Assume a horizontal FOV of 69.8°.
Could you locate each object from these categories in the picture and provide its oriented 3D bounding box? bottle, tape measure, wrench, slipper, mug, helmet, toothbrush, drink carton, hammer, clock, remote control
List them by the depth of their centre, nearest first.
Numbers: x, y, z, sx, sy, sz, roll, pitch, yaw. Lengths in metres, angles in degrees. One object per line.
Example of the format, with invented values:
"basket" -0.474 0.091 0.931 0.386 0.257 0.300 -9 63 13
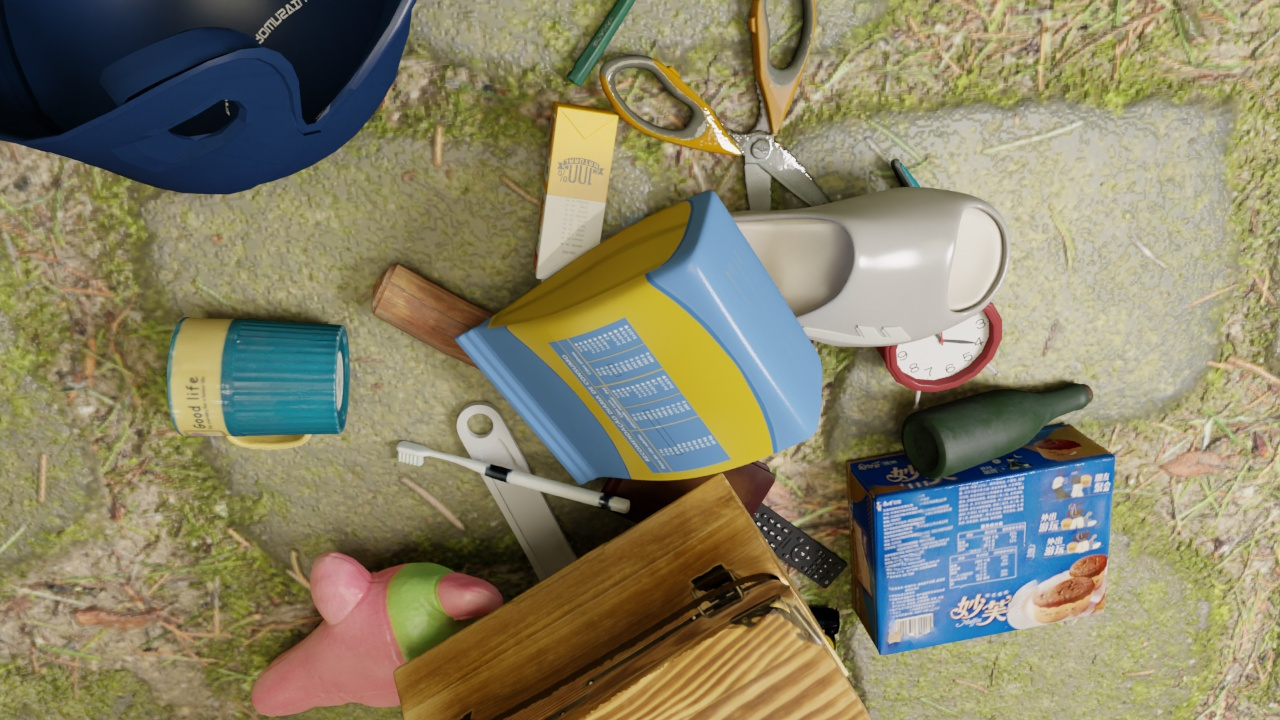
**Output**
"helmet" -0.222 -0.216 0.493 0.273 0.222 0.232 -38 86 15
"toothbrush" 0.004 -0.271 0.619 0.017 0.016 0.190 31 102 -20
"slipper" 0.121 -0.062 0.638 0.266 0.080 0.113 1 100 12
"drink carton" -0.048 -0.114 0.643 0.040 0.058 0.123 6 108 -11
"mug" -0.265 0.022 0.654 0.107 0.083 0.114 0 137 -12
"hammer" -0.057 0.005 0.694 0.300 0.037 0.158 26 103 -16
"clock" 0.222 -0.033 0.704 0.096 0.048 0.138 -23 124 9
"toothbrush" -0.099 0.091 0.705 0.187 0.012 0.017 14 123 5
"bottle" 0.299 0.048 0.749 0.174 0.055 0.055 -14 111 -20
"wrench" -0.088 0.156 0.754 0.087 0.018 0.273 -25 109 2
"remote control" 0.119 0.151 0.786 0.140 0.009 0.030 36 100 -18
"tape measure" 0.143 0.249 0.811 0.061 0.034 0.061 -1 111 -8

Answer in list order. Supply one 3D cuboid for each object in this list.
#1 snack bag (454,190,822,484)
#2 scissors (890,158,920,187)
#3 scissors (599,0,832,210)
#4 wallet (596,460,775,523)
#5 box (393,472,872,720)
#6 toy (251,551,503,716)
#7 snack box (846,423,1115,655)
"snack bag" -0.004 0.004 0.619 0.206 0.102 0.159 -23 119 28
"scissors" 0.214 -0.092 0.712 0.154 0.019 0.125 0 111 -11
"scissors" 0.085 -0.179 0.663 0.225 0.016 0.217 31 101 -21
"wallet" 0.036 0.098 0.712 0.115 0.018 0.091 26 104 -14
"box" 0.029 0.291 0.600 0.279 0.323 0.284 -31 138 3
"toy" -0.201 0.226 0.724 0.237 0.096 0.192 -21 125 10
"snack box" 0.286 0.151 0.780 0.202 0.069 0.155 -9 110 -5
